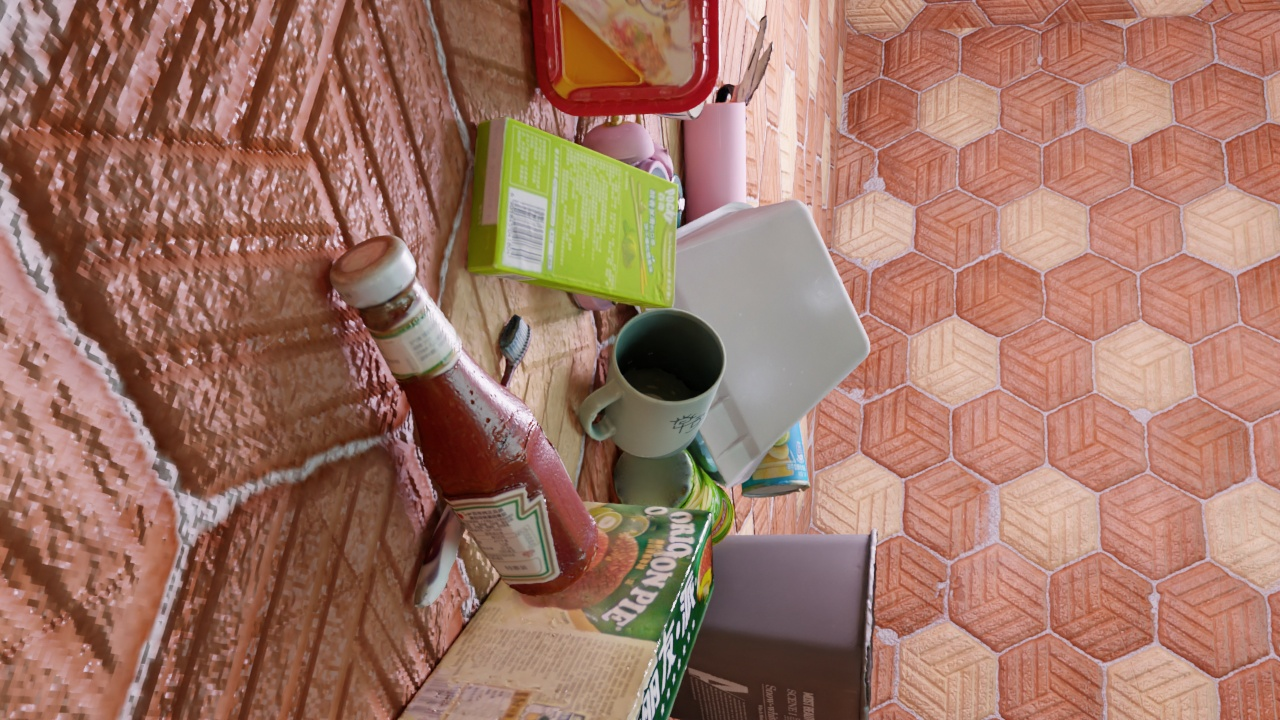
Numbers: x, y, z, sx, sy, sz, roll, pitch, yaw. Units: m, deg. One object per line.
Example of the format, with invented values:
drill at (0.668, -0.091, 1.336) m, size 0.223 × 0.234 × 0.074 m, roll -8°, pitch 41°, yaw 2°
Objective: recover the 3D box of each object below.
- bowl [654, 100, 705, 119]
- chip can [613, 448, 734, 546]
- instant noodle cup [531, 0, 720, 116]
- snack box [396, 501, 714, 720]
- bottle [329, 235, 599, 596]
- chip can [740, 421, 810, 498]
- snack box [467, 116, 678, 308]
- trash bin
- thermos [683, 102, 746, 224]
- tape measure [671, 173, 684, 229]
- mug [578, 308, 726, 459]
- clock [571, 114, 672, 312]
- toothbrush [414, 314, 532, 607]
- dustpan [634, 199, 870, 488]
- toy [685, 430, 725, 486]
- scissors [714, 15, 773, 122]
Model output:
bowl at (0.013, -0.251, 0.728) m, size 0.116 × 0.066 × 0.116 m, roll 4°, pitch 89°, yaw -74°
chip can at (0.036, 0.128, 0.856) m, size 0.221 × 0.073 × 0.072 m, roll 50°, pitch 45°, yaw -67°
instant noodle cup at (-0.006, -0.223, 0.605) m, size 0.124 × 0.116 × 0.117 m, roll -74°, pitch 163°, yaw -72°
snack box at (-0.034, 0.166, 0.539) m, size 0.239 × 0.114 × 0.063 m, roll -52°, pitch 141°, yaw -65°
bottle at (-0.080, 0.032, 0.438) m, size 0.059 × 0.060 × 0.206 m, roll -71°, pitch 147°, yaw -45°
chip can at (0.124, 0.032, 0.945) m, size 0.071 × 0.071 × 0.210 m, roll 46°, pitch 36°, yaw -68°
snack box at (-0.034, -0.083, 0.553) m, size 0.156 × 0.026 × 0.085 m, roll 7°, pitch 84°, yaw -50°
trash bin at (0.131, 0.287, 0.949) m, size 0.198 × 0.220 × 0.199 m, roll -70°, pitch 157°, yaw -49°
thermos at (0.079, -0.169, 0.967) m, size 0.087 × 0.067 × 0.199 m, roll -74°, pitch 163°, yaw -74°
tape measure at (0.026, -0.148, 0.865) m, size 0.054 × 0.025 × 0.058 m, roll 43°, pitch 50°, yaw -71°
mug at (0.002, 0.028, 0.699) m, size 0.082 × 0.111 × 0.107 m, roll 55°, pitch -24°, yaw 21°
clock at (-0.012, -0.114, 0.674) m, size 0.117 × 0.060 × 0.158 m, roll 6°, pitch 84°, yaw -74°
toothbrush at (-0.090, 0.047, 0.505) m, size 0.017 × 0.016 × 0.187 m, roll 63°, pitch 32°, yaw -45°
dustpan at (0.101, -0.041, 0.881) m, size 0.223 × 0.257 × 0.143 m, roll 63°, pitch -22°, yaw -9°
toy at (0.067, 0.083, 0.959) m, size 0.156 × 0.050 × 0.161 m, roll 58°, pitch 6°, yaw -26°
scissors at (0.107, -0.284, 0.995) m, size 0.213 × 0.015 × 0.198 m, roll -111°, pitch -158°, yaw -63°
